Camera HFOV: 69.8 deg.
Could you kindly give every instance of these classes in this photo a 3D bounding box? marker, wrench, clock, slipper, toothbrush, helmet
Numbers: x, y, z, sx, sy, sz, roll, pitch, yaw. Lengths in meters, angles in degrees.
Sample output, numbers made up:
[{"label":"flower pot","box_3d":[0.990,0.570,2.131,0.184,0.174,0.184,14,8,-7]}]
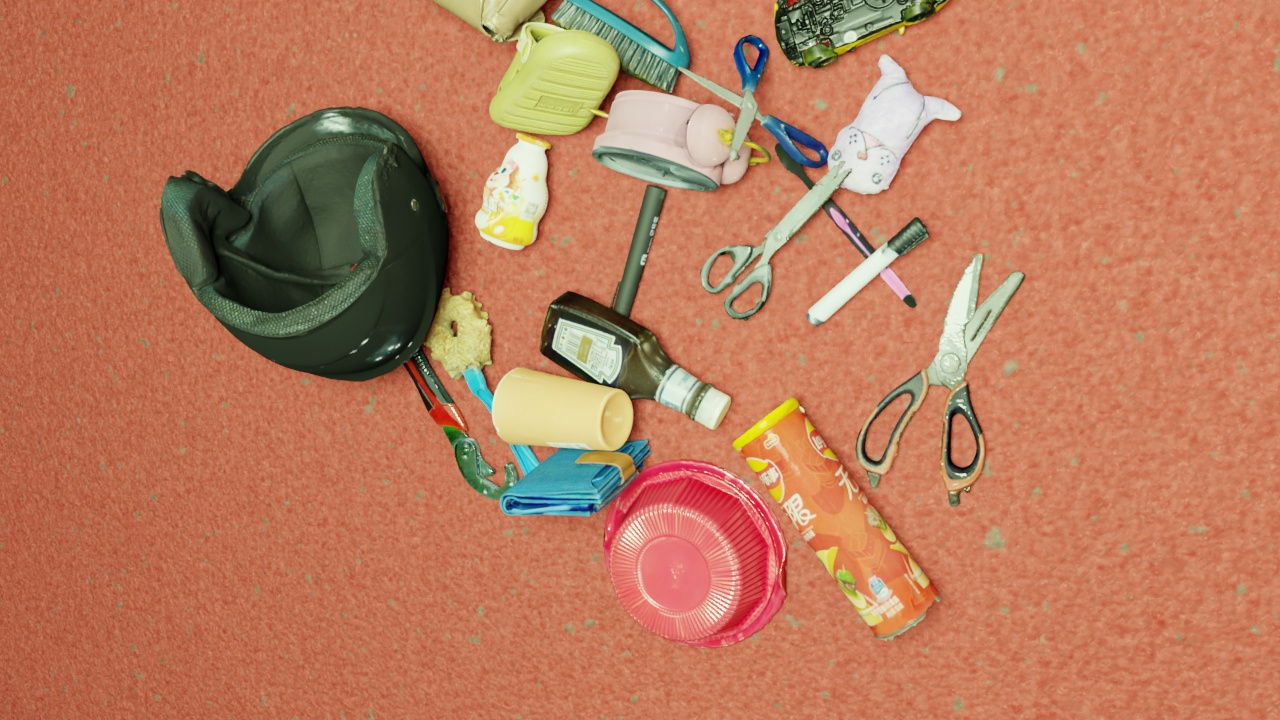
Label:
[{"label":"marker","box_3d":[-0.003,-0.104,0.885,0.022,0.020,0.132,18,105,4]},{"label":"marker","box_3d":[0.196,-0.074,0.799,0.022,0.018,0.131,44,119,-3]},{"label":"wrench","box_3d":[-0.221,0.036,0.996,0.056,0.016,0.273,-37,83,20]},{"label":"clock","box_3d":[0.037,-0.190,0.807,0.159,0.117,0.060,16,91,22]},{"label":"slipper","box_3d":[-0.074,-0.262,0.826,0.191,0.091,0.081,167,110,-66]},{"label":"toothbrush","box_3d":[0.181,-0.120,0.812,0.014,0.017,0.189,-41,84,23]},{"label":"helmet","box_3d":[-0.303,-0.114,0.898,0.233,0.230,0.274,-5,53,8]}]

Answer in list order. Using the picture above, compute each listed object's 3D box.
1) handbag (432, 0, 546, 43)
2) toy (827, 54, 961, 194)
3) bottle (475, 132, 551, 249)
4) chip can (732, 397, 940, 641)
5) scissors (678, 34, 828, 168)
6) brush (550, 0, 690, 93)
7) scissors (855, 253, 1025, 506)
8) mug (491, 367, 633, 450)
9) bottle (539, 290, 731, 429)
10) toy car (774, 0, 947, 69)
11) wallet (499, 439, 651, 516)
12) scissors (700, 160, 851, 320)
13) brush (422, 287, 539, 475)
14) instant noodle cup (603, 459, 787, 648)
[{"label":"handbag","box_3d":[-0.145,-0.392,0.857,0.204,0.099,0.148,39,107,28]},{"label":"toy","box_3d":[0.206,-0.189,0.775,0.084,0.038,0.108,41,110,15]},{"label":"bottle","box_3d":[-0.121,-0.167,0.902,0.063,0.063,0.108,25,106,17]},{"label":"chip can","box_3d":[0.172,0.140,0.818,0.073,0.073,0.216,-38,83,22]},{"label":"scissors","box_3d":[0.100,-0.212,0.773,0.162,0.172,0.012,37,137,-21]},{"label":"brush","box_3d":[-0.013,-0.308,0.841,0.144,0.055,0.074,36,109,15]},{"label":"scissors","box_3d":[0.267,0.024,0.793,0.196,0.015,0.215,-23,87,24]},{"label":"mug","box_3d":[-0.073,0.051,0.890,0.123,0.078,0.078,6,100,34]},{"label":"bottle","box_3d":[-0.005,0.005,0.883,0.195,0.043,0.080,29,127,16]},{"label":"toy car","box_3d":[0.186,-0.298,0.767,0.156,0.041,0.071,-18,90,25]},{"label":"wallet","box_3d":[-0.058,0.110,0.875,0.106,0.132,0.040,-5,104,24]},{"label":"scissors","box_3d":[0.115,-0.115,0.820,0.137,0.014,0.175,18,114,27]},{"label":"brush","box_3d":[-0.154,0.042,0.961,0.083,0.045,0.254,-29,89,19]},{"label":"instant noodle cup","box_3d":[0.042,0.195,0.883,0.194,0.065,0.194,3,98,21]}]
